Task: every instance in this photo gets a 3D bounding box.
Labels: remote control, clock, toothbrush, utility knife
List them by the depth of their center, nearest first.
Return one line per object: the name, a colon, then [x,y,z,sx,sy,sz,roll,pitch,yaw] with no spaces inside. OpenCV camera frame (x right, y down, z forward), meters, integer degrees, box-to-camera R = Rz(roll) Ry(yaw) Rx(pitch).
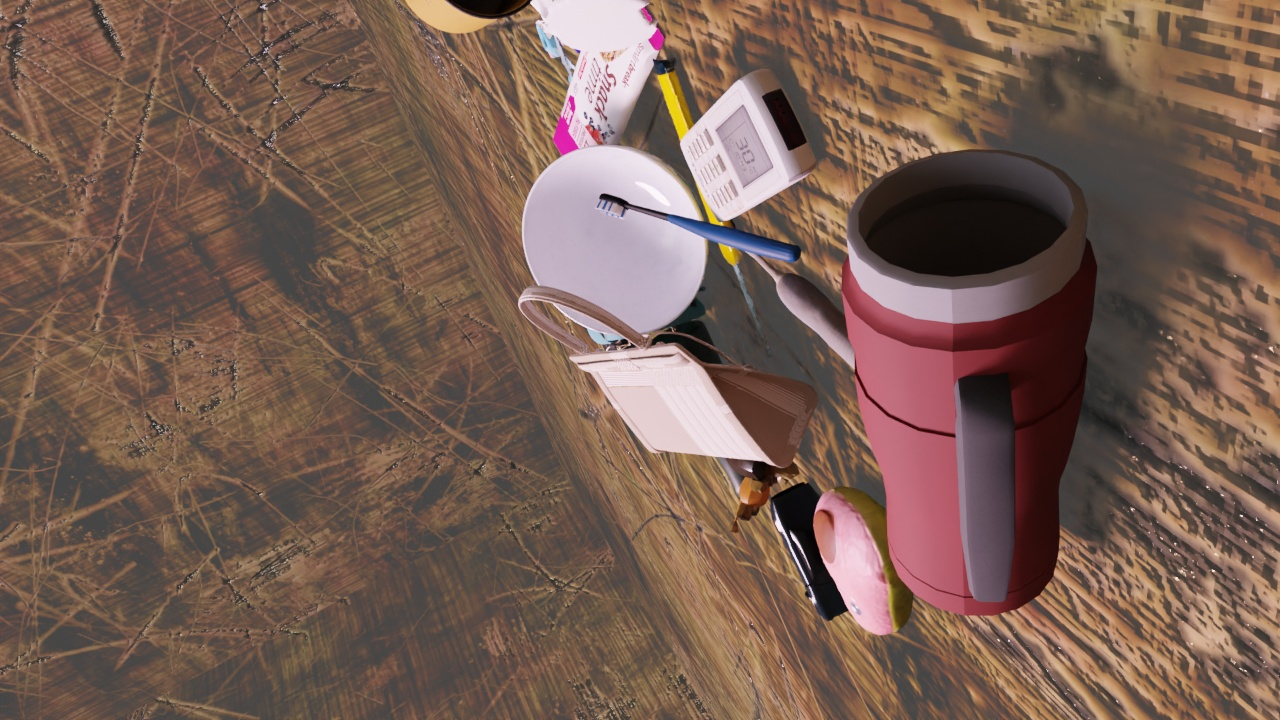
remote control: [0.058,-0.119,0.529,0.060,0.025,0.138,63,169,-4]
toothbrush: [0.102,-0.032,0.548,0.185,0.024,0.022,51,125,47]
toothbrush: [0.033,-0.087,0.597,0.168,0.014,0.014,23,179,38]
utility knife: [0.052,-0.098,0.627,0.030,0.019,0.224,-114,4,-70]
clock: [0.002,-0.046,0.792,0.124,0.089,0.053,-2,104,62]

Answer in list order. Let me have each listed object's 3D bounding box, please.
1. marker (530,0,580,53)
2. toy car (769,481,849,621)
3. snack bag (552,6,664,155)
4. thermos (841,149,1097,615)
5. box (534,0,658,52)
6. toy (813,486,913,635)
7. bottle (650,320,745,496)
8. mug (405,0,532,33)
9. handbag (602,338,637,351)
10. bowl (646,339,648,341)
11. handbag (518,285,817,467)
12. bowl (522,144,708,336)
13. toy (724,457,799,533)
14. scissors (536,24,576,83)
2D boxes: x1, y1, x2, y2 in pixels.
marker: [-0.076,-0.291,0.752,0.141,0.020,0.020,54,166,37]
toy car: [0.143,0.154,0.740,0.112,0.046,0.034,65,175,-1]
snack bag: [-0.030,-0.195,0.676,0.070,0.016,0.197,59,154,12]
thermos: [0.131,0.028,0.364,0.107,0.084,0.199,-79,-23,-44]
box: [-0.040,-0.236,0.549,0.143,0.089,0.080,55,-174,25]
toy: [0.156,0.140,0.626,0.110,0.051,0.090,66,170,-20]
bottle: [0.066,0.051,0.826,0.174,0.055,0.055,64,169,-15]
mug: [-0.134,-0.326,0.725,0.100,0.123,0.094,18,-179,-28]
handbag: [-0.022,-0.033,0.937,0.128,0.054,0.079,76,-161,-71]
bowl: [0.041,0.020,0.902,0.106,0.039,0.106,59,168,19]
handbag: [-0.004,0.004,0.669,0.198,0.062,0.176,33,163,-24]
bowl: [-0.009,-0.099,0.699,0.144,0.144,0.074,66,-151,-15]
toy: [0.092,0.090,0.721,0.063,0.100,0.076,19,-170,22]
scissors: [-0.058,-0.236,0.765,0.111,0.015,0.140,60,-176,-29]
